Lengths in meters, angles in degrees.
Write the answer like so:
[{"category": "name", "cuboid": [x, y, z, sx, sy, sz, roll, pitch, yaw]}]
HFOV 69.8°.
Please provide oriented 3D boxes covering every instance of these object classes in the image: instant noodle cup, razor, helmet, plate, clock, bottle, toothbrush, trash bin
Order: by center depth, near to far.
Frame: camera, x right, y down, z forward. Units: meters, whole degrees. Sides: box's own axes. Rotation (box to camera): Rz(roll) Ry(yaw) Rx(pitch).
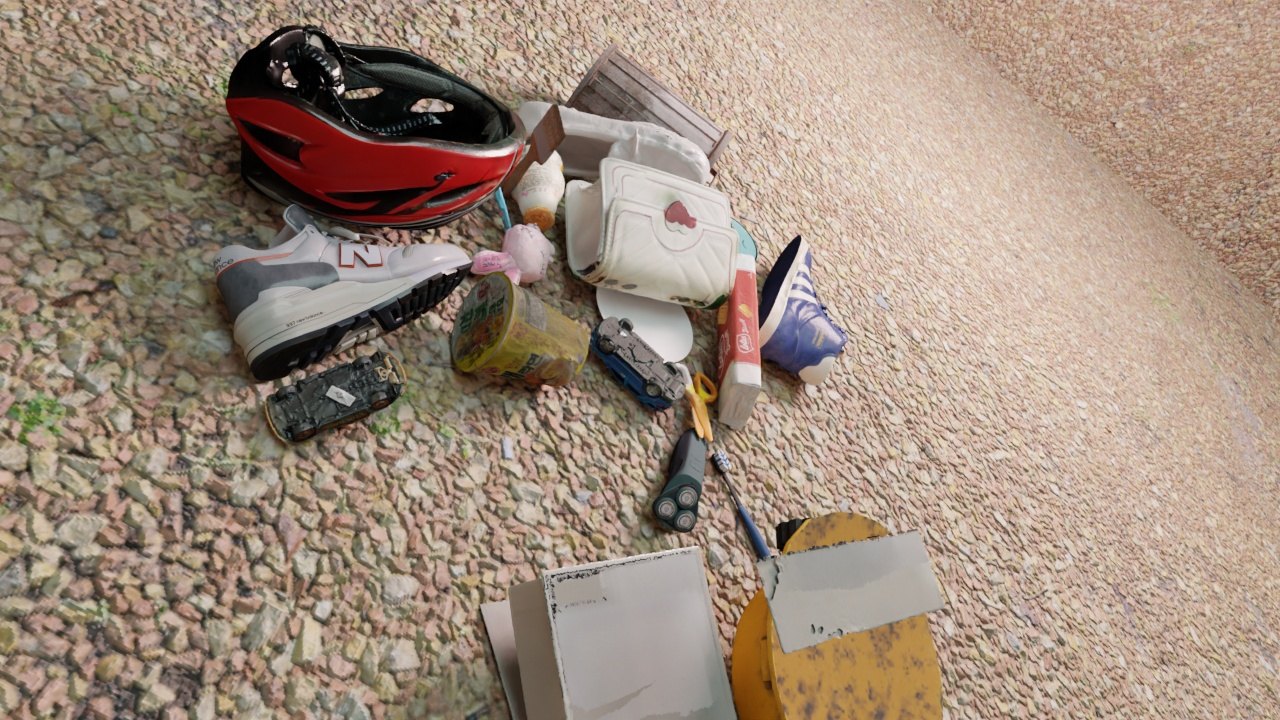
[{"category": "helmet", "cuboid": [0.155, 0.275, 0.827, 0.205, 0.132, 0.255, 18, 61, -31]}, {"category": "helmet", "cuboid": [-0.245, -0.214, 0.869, 0.271, 0.167, 0.217, 4, 38, -24]}, {"category": "instant noodle cup", "cuboid": [-0.114, -0.021, 0.890, 0.108, 0.102, 0.102, 24, 43, -38]}, {"category": "razor", "cuboid": [0.045, 0.117, 0.943, 0.047, 0.052, 0.142, 35, 31, -10]}, {"category": "toothbrush", "cuboid": [0.116, 0.171, 0.977, 0.014, 0.014, 0.167, 6, 52, -52]}, {"category": "bottle", "cuboid": [-0.118, -0.196, 1.051, 0.063, 0.063, 0.108, 18, 46, -29]}, {"category": "plate", "cuboid": [0.003, -0.051, 1.072, 0.134, 0.011, 0.134, 23, 44, -25]}, {"category": "trash bin", "cuboid": [0.012, -0.298, 1.202, 0.211, 0.131, 0.130, 37, 40, -8]}, {"category": "clock", "cuboid": [0.099, -0.154, 1.212, 0.124, 0.053, 0.090, 13, 48, -33]}]

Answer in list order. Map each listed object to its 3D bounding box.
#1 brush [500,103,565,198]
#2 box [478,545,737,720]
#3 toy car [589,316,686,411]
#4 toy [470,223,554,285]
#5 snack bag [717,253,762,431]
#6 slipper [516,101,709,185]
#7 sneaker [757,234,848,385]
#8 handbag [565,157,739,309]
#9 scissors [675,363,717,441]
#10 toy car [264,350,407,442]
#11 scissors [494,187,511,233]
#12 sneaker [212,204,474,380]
[{"category": "brush", "cuboid": [-0.124, -0.218, 1.002, 0.008, 0.143, 0.045, 3, 63, -37]}, {"category": "box", "cuboid": [-0.097, 0.324, 0.827, 0.168, 0.405, 0.171, 2, 56, -41]}, {"category": "toy car", "cuboid": [-0.006, 0.006, 0.990, 0.120, 0.044, 0.056, 44, 39, -3]}, {"category": "toy", "cuboid": [-0.130, -0.107, 0.976, 0.109, 0.047, 0.063, -46, 108, -37]}, {"category": "snack bag", "cuboid": [0.117, -0.028, 1.101, 0.041, 0.078, 0.224, 10, 47, -5]}, {"category": "slipper", "cuboid": [-0.038, -0.250, 1.110, 0.247, 0.112, 0.074, 13, 66, -2]}, {"category": "sneaker", "cuboid": [0.224, -0.065, 1.212, 0.118, 0.092, 0.232, 34, 41, -6]}, {"category": "handbag", "cuboid": [0.016, -0.142, 1.067, 0.198, 0.096, 0.141, 8, 71, -38]}, {"category": "scissors", "cuboid": [0.059, 0.046, 1.017, 0.070, 0.013, 0.130, 27, 29, -17]}, {"category": "toy car", "cuboid": [-0.247, 0.034, 0.756, 0.111, 0.047, 0.047, -23, 70, -18]}, {"category": "scissors", "cuboid": [-0.163, -0.200, 1.013, 0.015, 0.135, 0.135, -12, 20, -15]}, {"category": "sneaker", "cuboid": [-0.265, -0.083, 0.807, 0.124, 0.089, 0.239, 52, 43, 3]}]
